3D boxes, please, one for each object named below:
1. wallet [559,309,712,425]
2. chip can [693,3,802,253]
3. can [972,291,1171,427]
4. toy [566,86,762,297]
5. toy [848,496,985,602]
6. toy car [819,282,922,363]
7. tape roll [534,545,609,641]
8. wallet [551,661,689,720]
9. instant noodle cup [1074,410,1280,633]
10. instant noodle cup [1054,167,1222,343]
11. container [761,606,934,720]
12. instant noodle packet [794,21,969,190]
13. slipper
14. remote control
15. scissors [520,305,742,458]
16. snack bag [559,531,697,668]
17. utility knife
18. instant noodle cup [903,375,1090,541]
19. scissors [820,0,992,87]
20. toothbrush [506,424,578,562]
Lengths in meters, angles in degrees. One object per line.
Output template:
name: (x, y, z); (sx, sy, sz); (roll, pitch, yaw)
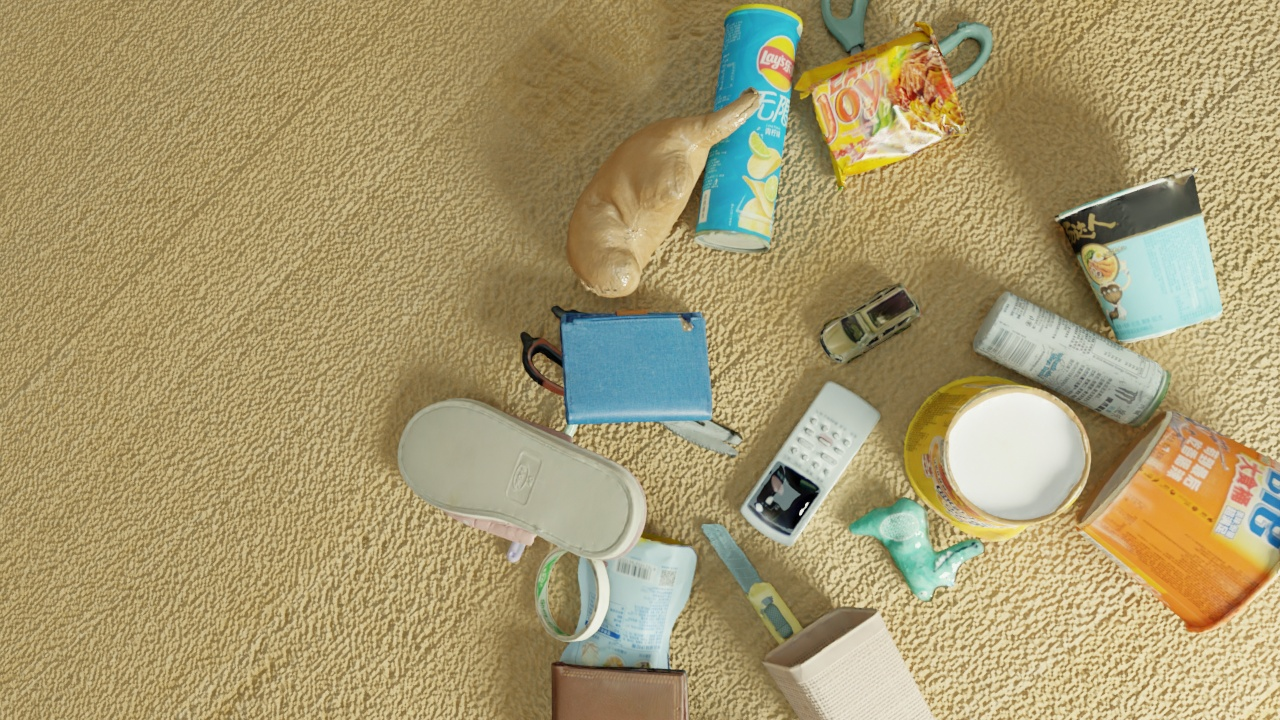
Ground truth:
wallet: (-0.005, 0.005, 0.822); (0.133, 0.040, 0.106); (-1, 74, -11)
chip can: (0.098, -0.207, 0.831); (0.071, 0.071, 0.210); (7, 86, 10)
can: (0.360, -0.001, 0.773); (0.147, 0.058, 0.058); (28, 90, 11)
toy: (0.012, -0.158, 0.809); (0.226, 0.082, 0.143); (-54, 36, 16)
toy: (0.241, 0.160, 0.790); (0.097, 0.030, 0.092); (-30, 84, 20)
toy car: (0.202, -0.033, 0.815); (0.090, 0.035, 0.042); (-32, 79, 8)
tape roll: (-0.062, 0.208, 0.824); (0.086, 0.013, 0.085); (-12, 72, 41)
wallet: (-0.019, 0.314, 0.792); (0.125, 0.032, 0.101); (-1, 87, 13)
instant noodle cup: (0.423, 0.117, 0.712); (0.111, 0.151, 0.151); (37, 91, 19)
instant noodle cup: (0.416, -0.082, 0.753); (0.111, 0.111, 0.120); (-18, 88, 7)
container: (0.174, 0.275, 0.755); (0.089, 0.090, 0.111); (-28, 84, -16)
instant noodle packet: (0.213, -0.225, 0.813); (0.128, 0.044, 0.111); (-22, 105, 8)
slipper: (-0.109, 0.106, 0.828); (0.275, 0.054, 0.114); (13, 87, 31)
remote control: (0.150, 0.092, 0.818); (0.058, 0.021, 0.150); (34, 90, 11)
scissors: (-0.002, 0.018, 0.846); (0.206, 0.015, 0.192); (-6, 65, -14)
snack bag: (-0.016, 0.249, 0.823); (0.110, 0.039, 0.191); (11, 89, 8)
utility knife: (0.123, 0.235, 0.815); (0.031, 0.022, 0.219); (-34, 76, -5)
instant noodle cup: (0.295, 0.077, 0.750); (0.138, 0.110, 0.138); (-1, 85, 8)
scissors: (0.226, -0.310, 0.846); (0.170, 0.019, 0.179); (-16, 83, 9)
toothbrush: (-0.083, 0.102, 0.858); (0.029, 0.021, 0.189); (25, 91, 8)
